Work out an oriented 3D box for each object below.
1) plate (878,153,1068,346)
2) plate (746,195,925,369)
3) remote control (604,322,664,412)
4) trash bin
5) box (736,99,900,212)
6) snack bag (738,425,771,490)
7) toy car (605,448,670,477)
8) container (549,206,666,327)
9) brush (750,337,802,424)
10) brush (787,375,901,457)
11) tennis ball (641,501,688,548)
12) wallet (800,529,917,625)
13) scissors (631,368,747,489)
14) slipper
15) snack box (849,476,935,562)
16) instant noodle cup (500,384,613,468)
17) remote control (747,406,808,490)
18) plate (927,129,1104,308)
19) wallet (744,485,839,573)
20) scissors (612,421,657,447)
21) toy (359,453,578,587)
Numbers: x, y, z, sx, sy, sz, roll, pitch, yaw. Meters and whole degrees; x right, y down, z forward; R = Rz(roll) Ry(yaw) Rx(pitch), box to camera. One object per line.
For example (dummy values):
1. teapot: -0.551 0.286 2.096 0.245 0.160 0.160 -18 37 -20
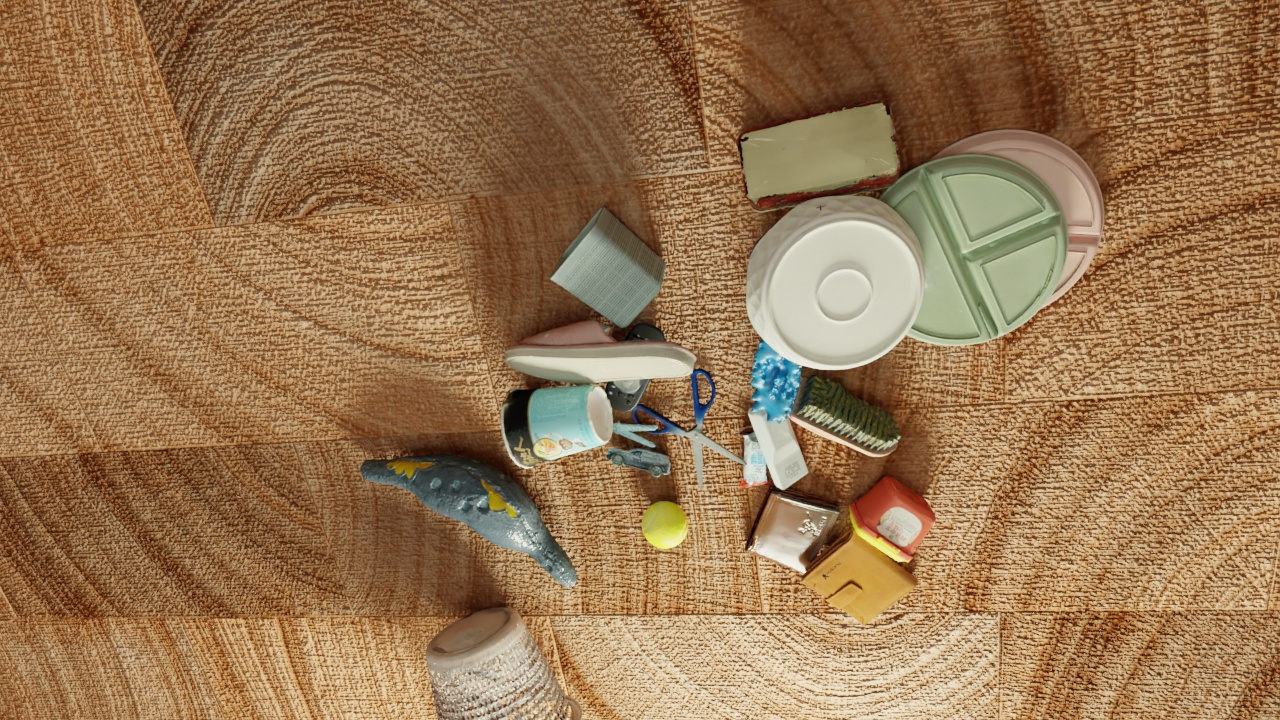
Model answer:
1. plate: 0.363 -0.117 1.038 0.230 0.027 0.230 5 116 9
2. plate: 0.220 -0.078 1.018 0.205 0.045 0.205 -2 114 -4
3. remote control: -0.007 0.007 1.201 0.053 0.024 0.137 24 119 0
4. trash bin: -0.225 0.495 1.393 0.228 0.227 0.192 -16 100 17
5. box: 0.194 -0.222 1.005 0.168 0.076 0.091 -9 86 15
6. snack bag: 0.154 0.130 1.231 0.048 0.026 0.104 -9 115 -6
7. toy car: -0.002 0.136 1.256 0.090 0.043 0.034 13 90 1
8. container: -0.034 -0.111 1.114 0.111 0.090 0.090 37 117 -12
9. brush: 0.184 -0.078 1.095 0.060 0.109 0.315 13 126 13
10. brush: 0.261 0.079 1.171 0.145 0.063 0.073 26 147 -5
11. tennis ball: 0.034 0.229 1.280 0.065 0.065 0.065 4 117 8
12. wallet: 0.302 0.303 1.276 0.132 0.031 0.108 38 111 -17
13. scissors: 0.066 0.090 1.224 0.162 0.012 0.176 9 109 14
14. slipper: -0.055 -0.011 1.141 0.275 0.054 0.114 -2 159 35
15. snack box: 0.334 0.207 1.207 0.091 0.082 0.080 34 107 -8
16. instant noodle cup: -0.104 0.079 1.200 0.121 0.111 0.111 -11 113 21
17. remote control: 0.182 0.107 1.204 0.049 0.024 0.125 -31 113 -19
18. plate: 0.408 -0.146 1.047 0.230 0.028 0.230 5 116 9
19. wallet: 0.209 0.236 1.271 0.101 0.032 0.125 16 120 -1
20. scissors: -0.039 0.082 1.244 0.137 0.017 0.093 -2 110 20
21. toy: -0.230 0.208 1.307 0.356 0.091 0.138 31 130 -3
